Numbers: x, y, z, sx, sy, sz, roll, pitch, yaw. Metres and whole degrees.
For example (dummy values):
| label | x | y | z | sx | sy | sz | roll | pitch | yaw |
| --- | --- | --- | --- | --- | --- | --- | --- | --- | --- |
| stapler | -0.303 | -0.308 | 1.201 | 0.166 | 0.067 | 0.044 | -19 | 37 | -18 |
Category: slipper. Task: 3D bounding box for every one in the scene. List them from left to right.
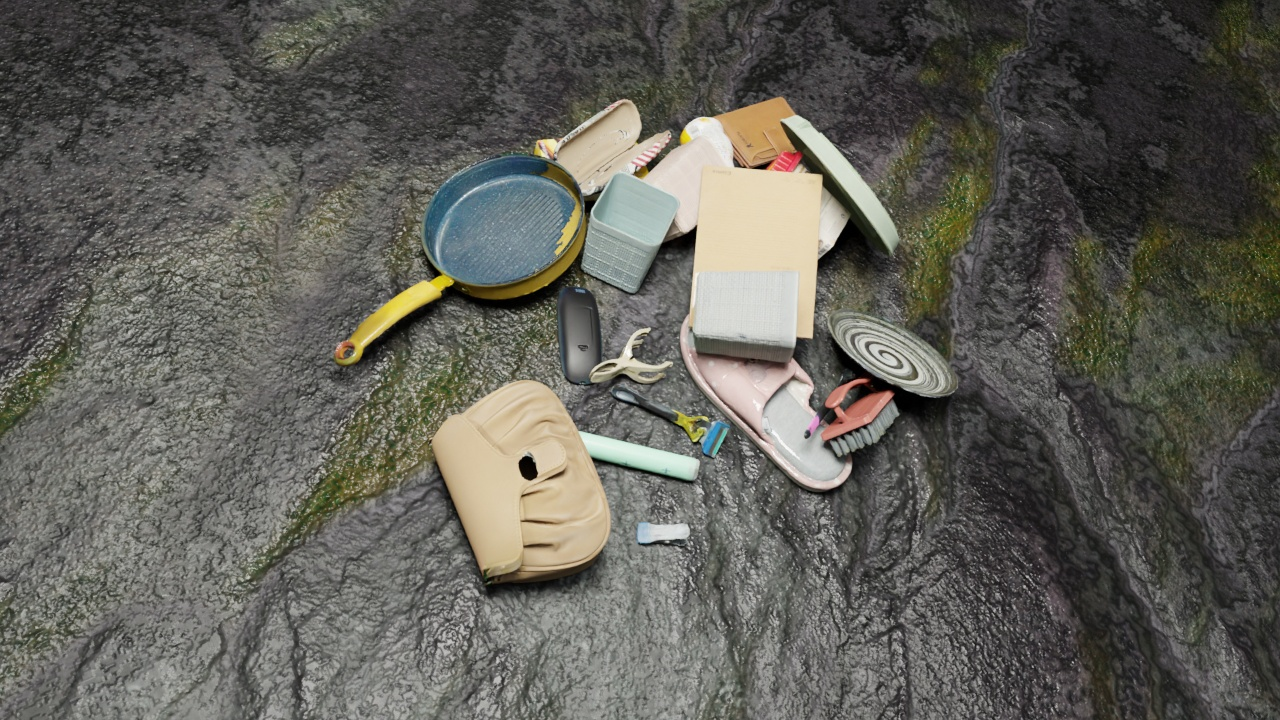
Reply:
| label | x | y | z | sx | sy | sz | roll | pitch | yaw |
| --- | --- | --- | --- | --- | --- | --- | --- | --- | --- |
| slipper | 0.149 | 0.037 | 1.088 | 0.114 | 0.055 | 0.274 | -29 | 71 | -27 |

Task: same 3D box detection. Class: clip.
| label | x | y | z | sx | sy | sz | roll | pitch | yaw |
| --- | --- | --- | --- | --- | --- | --- | --- | --- | --- |
| clip | -0.005 | 0.007 | 1.073 | 0.098 | 0.035 | 0.099 | 35 | 50 | 1 |
| clip | 0.024 | 0.187 | 0.986 | 0.057 | 0.028 | 0.024 | 4 | 57 | -1 |

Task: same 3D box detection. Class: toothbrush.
| label | x | y | z | sx | sy | sz | roll | pitch | yaw |
| --- | --- | --- | --- | --- | --- | --- | --- | --- | --- |
| toothbrush | -0.043 | 0.098 | 1.018 | 0.224 | 0.027 | 0.026 | 14 | 53 | -7 |
| toothbrush | 0.228 | 0.047 | 1.088 | 0.188 | 0.018 | 0.014 | -41 | 107 | -53 |

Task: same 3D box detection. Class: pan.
| label | x | y | z | sx | sy | sz | roll | pitch | yaw |
| --- | --- | --- | --- | --- | --- | --- | --- | --- | --- |
| pan | -0.211 | -0.112 | 1.054 | 0.198 | 0.078 | 0.356 | 30 | 69 | 24 |

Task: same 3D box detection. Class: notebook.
| label | x | y | z | sx | sy | sz | roll | pitch | yaw |
| --- | --- | --- | --- | --- | --- | --- | --- | --- | --- |
| notebook | 0.142 | -0.135 | 1.118 | 0.149 | 0.012 | 0.211 | 5 | 78 | 3 |

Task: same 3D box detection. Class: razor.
| label | x | y | z | sx | sy | sz | roll | pitch | yaw |
| --- | --- | --- | --- | --- | --- | --- | --- | --- | --- |
| razor | 0.031 | 0.063 | 1.063 | 0.143 | 0.022 | 0.043 | 25 | 101 | 5 |

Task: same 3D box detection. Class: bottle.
| label | x | y | z | sx | sy | sz | roll | pitch | yaw |
| --- | --- | --- | --- | --- | --- | --- | --- | --- | --- |
| bottle | 0.098 | -0.280 | 1.260 | 0.063 | 0.063 | 0.108 | -12 | 63 | -21 |

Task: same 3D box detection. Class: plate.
| label | x | y | z | sx | sy | sz | roll | pitch | yaw |
| --- | --- | --- | --- | --- | --- | --- | --- | --- | --- |
| plate | 0.263 | -0.231 | 1.199 | 0.027 | 0.230 | 0.230 | -40 | 71 | 11 |
| plate | 0.310 | -0.006 | 1.146 | 0.179 | 0.024 | 0.179 | 18 | 31 | -12 |

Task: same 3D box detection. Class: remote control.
| label | x | y | z | sx | sy | sz | roll | pitch | yaw |
| --- | --- | --- | --- | --- | --- | --- | --- | --- | --- |
| remote control | -0.072 | -0.035 | 1.092 | 0.053 | 0.024 | 0.136 | 3 | 59 | -16 |

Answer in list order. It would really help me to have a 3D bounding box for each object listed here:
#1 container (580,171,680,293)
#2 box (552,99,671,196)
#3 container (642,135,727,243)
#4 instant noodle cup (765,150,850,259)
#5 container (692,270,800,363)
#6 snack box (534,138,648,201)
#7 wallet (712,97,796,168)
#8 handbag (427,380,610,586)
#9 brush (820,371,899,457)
| label | x | y | z | sx | sy | sz | roll | pitch | yaw |
| --- | --- | --- | --- | --- | --- | --- | --- | --- | --- |
| container | -0.016 | -0.152 | 1.124 | 0.090 | 0.112 | 0.090 | 25 | 56 | 2 |
| box | -0.038 | -0.274 | 1.174 | 0.161 | 0.075 | 0.085 | -45 | 112 | -29 |
| container | 0.050 | -0.215 | 1.182 | 0.110 | 0.090 | 0.090 | -45 | 108 | -29 |
| instant noodle cup | 0.199 | -0.192 | 1.213 | 0.124 | 0.117 | 0.116 | 38 | 57 | -6 |
| container | 0.120 | -0.052 | 1.049 | 0.114 | 0.090 | 0.090 | 4 | 75 | 6 |
| snack box | -0.063 | -0.256 | 1.223 | 0.140 | 0.034 | 0.086 | -8 | 63 | -21 |
| wallet | 0.183 | -0.324 | 1.331 | 0.130 | 0.035 | 0.119 | -23 | 62 | -25 |
| handbag | -0.119 | 0.124 | 0.933 | 0.147 | 0.100 | 0.204 | -22 | 71 | -16 |
| brush | 0.260 | 0.055 | 1.079 | 0.145 | 0.063 | 0.069 | -27 | 89 | -57 |
